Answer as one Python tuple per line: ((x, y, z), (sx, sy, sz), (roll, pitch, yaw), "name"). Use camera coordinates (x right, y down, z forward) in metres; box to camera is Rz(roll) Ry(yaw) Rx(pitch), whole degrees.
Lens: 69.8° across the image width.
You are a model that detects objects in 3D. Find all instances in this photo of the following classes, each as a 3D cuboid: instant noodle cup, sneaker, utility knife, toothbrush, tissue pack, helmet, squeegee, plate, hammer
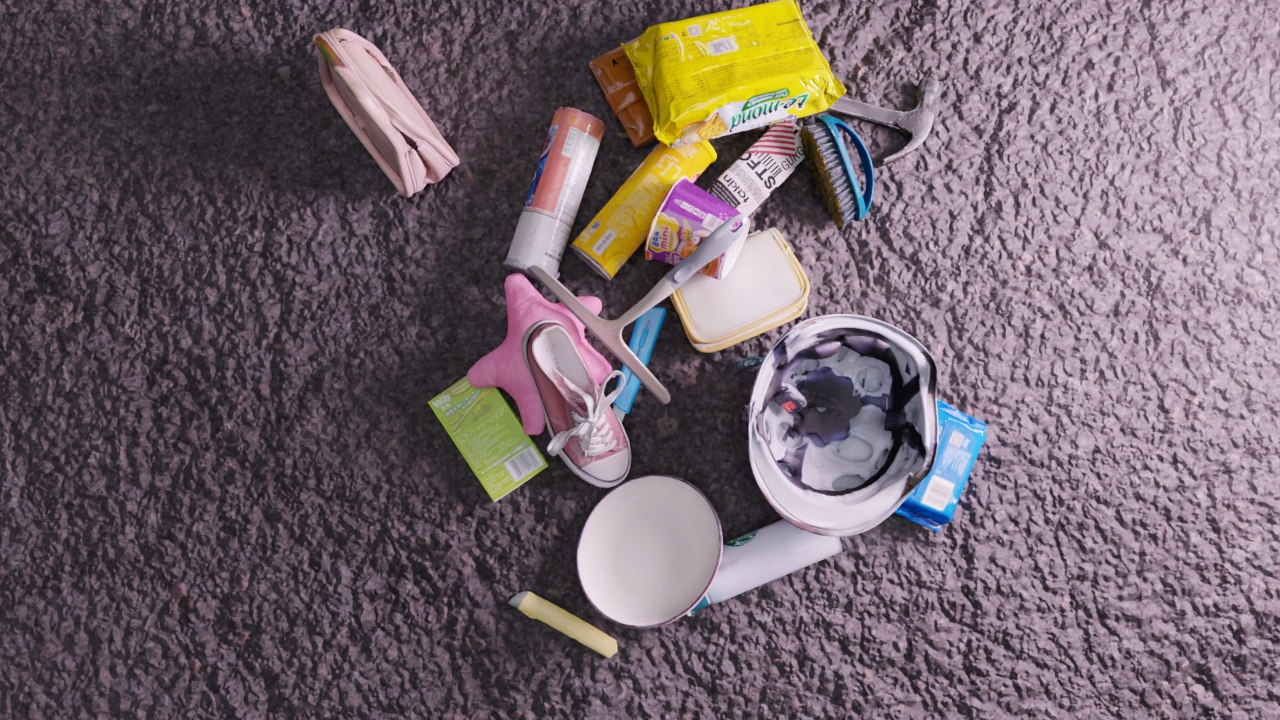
((0.074, -0.155, 1.124), (0.099, 0.111, 0.111), (27, 87, 10), "instant noodle cup")
((-0.071, 0.063, 1.112), (0.118, 0.088, 0.241), (-27, 115, -11), "sneaker")
((-0.097, 0.336, 1.171), (0.151, 0.018, 0.031), (30, 91, 4), "utility knife")
((0.218, -0.017, 1.188), (0.191, 0.018, 0.016), (-14, 86, 0), "toothbrush")
((0.368, 0.129, 1.162), (0.095, 0.052, 0.157), (24, 87, 0), "tissue pack")
((-0.007, 0.007, 1.189), (0.034, 0.018, 0.166), (18, 88, 1), "utility knife")
((0.234, 0.073, 1.119), (0.229, 0.146, 0.258), (8, 92, 2), "helmet")
((0.031, -0.089, 1.083), (0.247, 0.039, 0.246), (-38, 105, 24), "squeegee")
((0.014, 0.236, 1.132), (0.193, 0.039, 0.192), (-11, 59, 20), "plate")
((0.222, -0.344, 1.200), (0.323, 0.032, 0.126), (16, 86, 1), "hammer")

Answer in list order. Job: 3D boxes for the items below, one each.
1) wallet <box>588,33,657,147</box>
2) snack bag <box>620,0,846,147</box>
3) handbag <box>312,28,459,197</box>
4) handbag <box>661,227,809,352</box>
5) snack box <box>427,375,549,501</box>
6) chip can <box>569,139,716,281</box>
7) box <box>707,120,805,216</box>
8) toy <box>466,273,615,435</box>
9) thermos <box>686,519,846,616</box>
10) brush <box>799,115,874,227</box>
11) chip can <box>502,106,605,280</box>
((0.002, -0.353, 1.205), (0.119, 0.035, 0.130), (-29, 86, -7), "wallet")
((0.112, -0.364, 1.140), (0.246, 0.068, 0.158), (-15, 68, -7), "snack bag")
((-0.320, -0.312, 1.100), (0.093, 0.234, 0.193), (-37, 87, -4), "handbag")
((0.112, -0.113, 1.181), (0.163, 0.063, 0.178), (-24, 72, -1), "handbag")
((-0.195, 0.094, 1.180), (0.086, 0.026, 0.156), (-35, 87, -2), "snack box")
((0.004, -0.203, 1.173), (0.072, 0.072, 0.213), (40, 88, 2), "chip can")
((0.152, -0.243, 1.174), (0.074, 0.064, 0.164), (37, 77, 19), "box")
((-0.117, 0.001, 1.164), (0.178, 0.074, 0.194), (20, 88, -11), "toy")
((0.139, 0.248, 1.150), (0.224, 0.073, 0.073), (-22, 87, -1), "thermos")
((0.257, -0.245, 1.168), (0.073, 0.055, 0.144), (-26, 108, -5), "brush")
((-0.109, -0.211, 1.175), (0.071, 0.071, 0.214), (18, 87, 1), "chip can")
